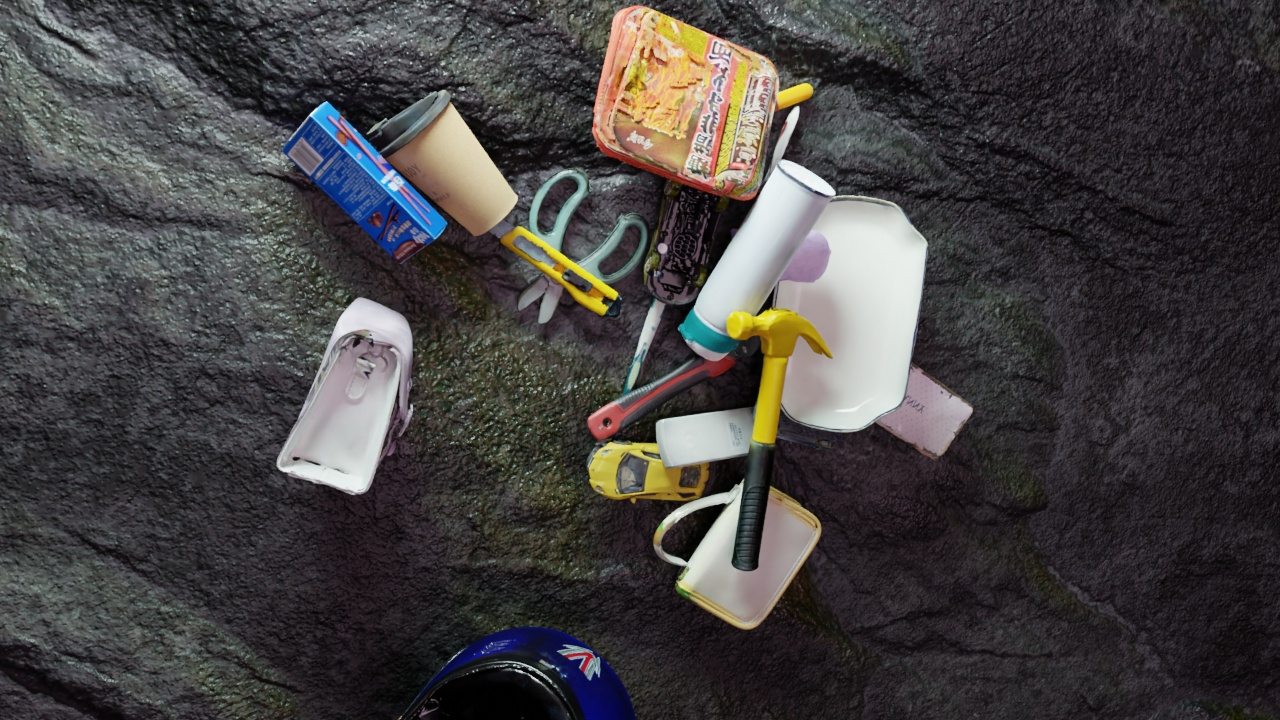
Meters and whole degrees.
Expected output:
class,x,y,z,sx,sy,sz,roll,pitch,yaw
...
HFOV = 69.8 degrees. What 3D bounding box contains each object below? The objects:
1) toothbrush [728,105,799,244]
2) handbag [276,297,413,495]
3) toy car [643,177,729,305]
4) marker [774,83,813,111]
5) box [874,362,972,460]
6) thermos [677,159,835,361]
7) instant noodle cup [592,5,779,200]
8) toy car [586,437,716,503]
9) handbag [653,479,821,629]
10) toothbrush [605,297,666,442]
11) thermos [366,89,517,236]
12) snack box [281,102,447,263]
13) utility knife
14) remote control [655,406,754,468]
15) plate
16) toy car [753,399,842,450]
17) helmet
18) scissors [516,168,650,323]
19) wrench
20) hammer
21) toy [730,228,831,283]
class,x,y,z,sx,sy,sz,roll,pitch,yaw
toothbrush,0.137,-0.198,1.030,0.017,0.016,0.187,21,96,-9
handbag,-0.267,0.027,0.875,0.098,0.197,0.145,16,97,-16
toy car,0.047,-0.139,1.003,0.070,0.042,0.158,15,93,-18
marker,0.132,-0.278,1.012,0.123,0.015,0.018,-22,105,-7
box,0.318,0.047,1.111,0.184,0.062,0.090,34,93,-21
thermos,0.119,-0.098,0.975,0.073,0.073,0.225,21,118,-19
instant noodle cup,0.040,-0.254,0.940,0.188,0.079,0.164,17,76,-18
toy car,0.012,0.128,1.047,0.155,0.041,0.071,7,100,-25
handbag,0.103,0.212,1.084,0.178,0.063,0.163,32,93,-23
toothbrush,-0.006,0.006,1.038,0.016,0.018,0.191,19,94,-18
thermos,-0.191,-0.194,0.906,0.093,0.093,0.143,-42,117,-3
snack box,-0.267,-0.168,0.890,0.157,0.085,0.026,46,54,-20
utility knife,-0.089,-0.097,0.971,0.173,0.015,0.033,34,91,-19
remote control,0.081,0.088,1.051,0.135,0.019,0.056,-7,79,-28
plate,0.231,-0.052,1.042,0.162,0.034,0.265,8,91,14
toy car,0.187,0.072,1.087,0.120,0.037,0.054,16,74,-23
helmet,-0.145,0.439,0.972,0.247,0.240,0.315,37,82,18
scissors,-0.059,-0.111,0.994,0.169,0.019,0.177,14,97,-18
wrench,0.063,0.018,1.047,0.273,0.016,0.056,-25,104,-14
hammer,0.136,0.090,1.008,0.128,0.033,0.301,-1,106,-28
toy,0.158,-0.111,1.020,0.108,0.038,0.084,-6,112,6
